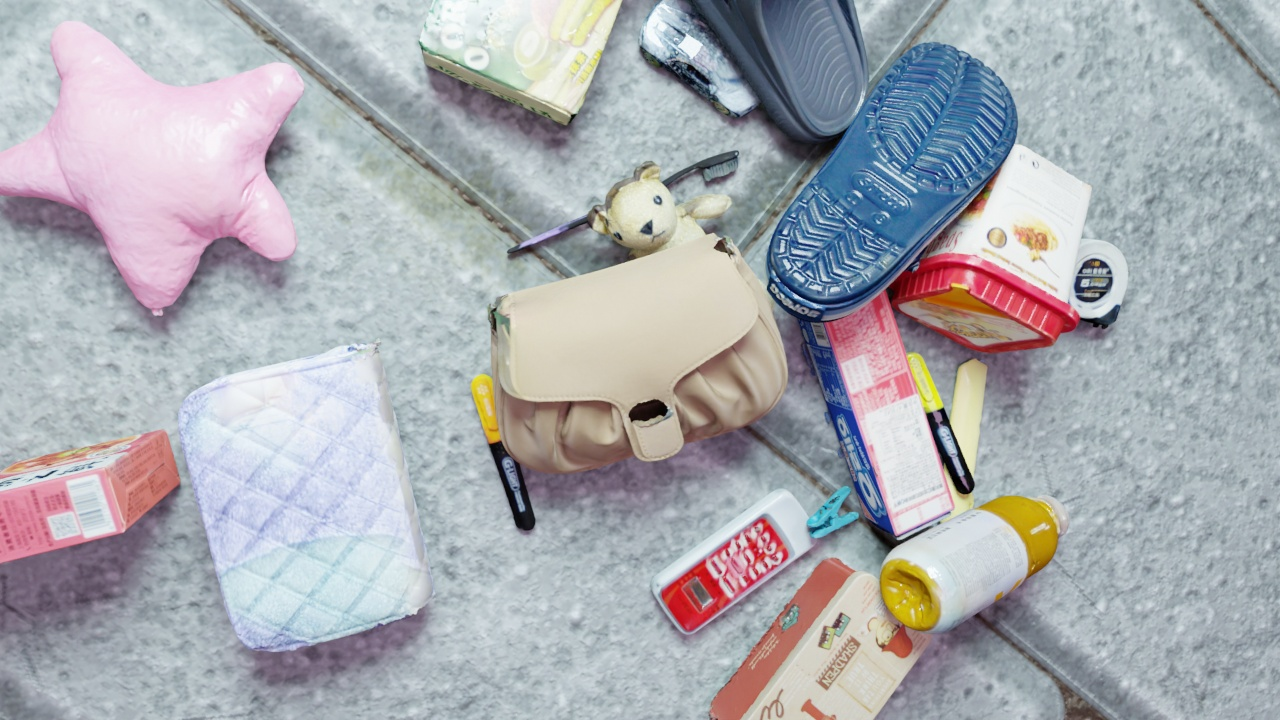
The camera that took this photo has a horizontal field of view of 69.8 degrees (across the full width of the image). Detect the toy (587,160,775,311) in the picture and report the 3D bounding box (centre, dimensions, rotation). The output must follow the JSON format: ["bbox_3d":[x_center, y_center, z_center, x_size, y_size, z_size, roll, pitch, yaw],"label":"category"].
[{"bbox_3d":[0.035,-0.071,0.664,0.105,0.066,0.157,-43,115,13],"label":"toy"}]

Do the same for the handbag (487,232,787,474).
[{"bbox_3d":[-0.004,0.004,0.624,0.204,0.099,0.148,-17,130,1],"label":"handbag"}]

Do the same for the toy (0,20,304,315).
[{"bbox_3d":[-0.317,-0.118,0.590,0.194,0.074,0.178,8,98,-8],"label":"toy"}]

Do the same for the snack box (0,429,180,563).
[{"bbox_3d":[-0.378,0.089,0.583,0.127,0.113,0.044,-14,101,-9],"label":"snack box"}]

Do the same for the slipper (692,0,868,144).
[{"bbox_3d":[0.095,-0.265,0.610,0.110,0.083,0.268,-46,119,-15],"label":"slipper"}]

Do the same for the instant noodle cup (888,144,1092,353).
[{"bbox_3d":[0.266,-0.083,0.687,0.116,0.116,0.124,25,80,-13],"label":"instant noodle cup"}]

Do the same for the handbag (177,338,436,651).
[{"bbox_3d":[-0.227,0.092,0.632,0.134,0.075,0.194,-12,100,-13],"label":"handbag"}]

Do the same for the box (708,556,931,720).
[{"bbox_3d":[0.137,0.246,0.724,0.091,0.079,0.168,42,82,-12],"label":"box"}]

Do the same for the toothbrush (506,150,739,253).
[{"bbox_3d":[-0.011,-0.114,0.677,0.189,0.014,0.017,-24,113,-6],"label":"toothbrush"}]

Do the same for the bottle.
[{"bbox_3d":[0.265,0.148,0.708,0.189,0.068,0.068,-15,100,-35],"label":"bottle"}]

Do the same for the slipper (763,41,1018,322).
[{"bbox_3d":[0.178,-0.118,0.657,0.105,0.095,0.252,35,69,11],"label":"slipper"}]

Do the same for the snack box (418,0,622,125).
[{"bbox_3d":[-0.054,-0.293,0.620,0.114,0.063,0.240,21,93,-12],"label":"snack box"}]

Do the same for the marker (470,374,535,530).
[{"bbox_3d":[-0.101,0.070,0.682,0.018,0.015,0.124,-16,102,-4],"label":"marker"}]

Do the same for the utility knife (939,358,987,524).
[{"bbox_3d":[0.265,0.074,0.750,0.031,0.018,0.152,5,98,-13],"label":"utility knife"}]

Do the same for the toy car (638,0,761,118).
[{"bbox_3d":[0.049,-0.220,0.665,0.105,0.031,0.049,31,91,-13],"label":"toy car"}]

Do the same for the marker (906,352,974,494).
[{"bbox_3d":[0.239,0.051,0.735,0.018,0.015,0.124,-24,94,4],"label":"marker"}]

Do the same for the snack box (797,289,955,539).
[{"bbox_3d":[0.177,0.031,0.707,0.058,0.057,0.207,-22,100,-10],"label":"snack box"}]

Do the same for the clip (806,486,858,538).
[{"bbox_3d":[0.152,0.123,0.726,0.055,0.013,0.038,-27,103,-35],"label":"clip"}]

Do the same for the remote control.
[{"bbox_3d":[0.075,0.158,0.723,0.136,0.020,0.056,-34,101,-4],"label":"remote control"}]

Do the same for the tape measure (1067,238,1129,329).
[{"bbox_3d":[0.356,-0.065,0.740,0.065,0.033,0.066,15,96,-14],"label":"tape measure"}]
